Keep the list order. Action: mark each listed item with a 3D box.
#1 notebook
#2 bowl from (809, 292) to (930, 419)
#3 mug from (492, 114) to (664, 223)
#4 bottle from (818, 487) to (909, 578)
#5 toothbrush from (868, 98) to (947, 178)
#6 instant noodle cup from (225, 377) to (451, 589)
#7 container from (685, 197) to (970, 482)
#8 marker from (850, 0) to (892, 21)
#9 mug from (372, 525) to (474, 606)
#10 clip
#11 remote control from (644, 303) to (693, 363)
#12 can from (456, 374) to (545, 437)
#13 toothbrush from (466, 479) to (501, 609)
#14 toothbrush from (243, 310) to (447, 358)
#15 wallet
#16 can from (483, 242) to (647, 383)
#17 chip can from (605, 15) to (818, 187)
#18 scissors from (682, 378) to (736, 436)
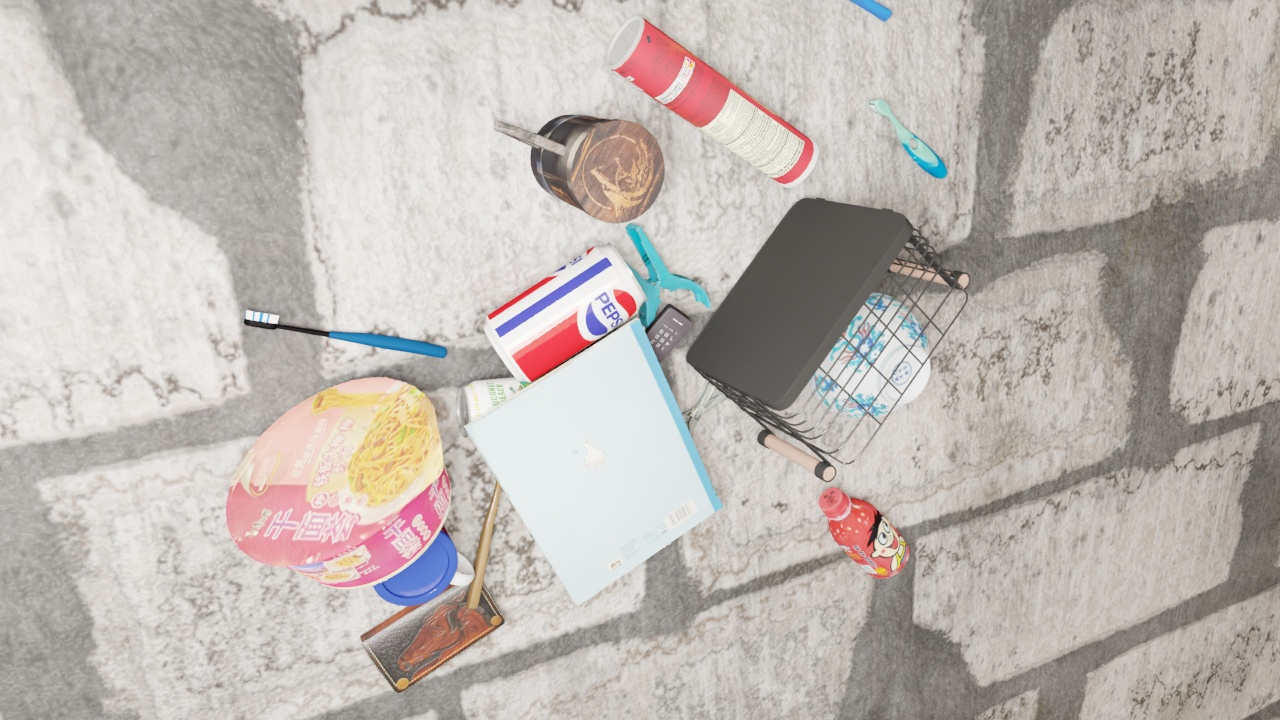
[{"bbox_3d":[-0.032,0.104,0.862,0.181,0.009,0.253,-32,125,-11],"label":"notebook"},{"bbox_3d":[0.263,0.005,0.991,0.143,0.074,0.144,-9,111,-23],"label":"bowl"},{"bbox_3d":[-0.054,-0.168,0.753,0.115,0.107,0.080,19,99,-30],"label":"mug"},{"bbox_3d":[0.253,0.195,1.062,0.062,0.062,0.137,-48,122,-4],"label":"bottle"},{"bbox_3d":[0.279,-0.229,0.951,0.135,0.017,0.022,33,91,-34],"label":"toothbrush"},{"bbox_3d":[-0.230,0.105,0.739,0.178,0.178,0.078,-34,136,-12],"label":"instant noodle cup"},{"bbox_3d":[0.180,-0.028,0.880,0.130,0.163,0.241,38,85,-31],"label":"container"},{"bbox_3d":[0.182,-0.352,0.859,0.141,0.013,0.013,15,101,-30],"label":"marker"},{"bbox_3d":[-0.195,0.175,0.824,0.112,0.076,0.075,34,91,-31],"label":"mug"},{"bbox_3d":[0.003,-0.055,0.872,0.130,0.031,0.121,25,100,-31],"label":"clip"},{"bbox_3d":[-0.005,0.005,0.876,0.032,0.015,0.136,33,107,-27],"label":"remote control"},{"bbox_3d":[-0.111,0.042,0.831,0.101,0.055,0.055,-5,110,-25],"label":"can"},{"bbox_3d":[-0.144,0.154,0.865,0.016,0.016,0.167,11,94,-22],"label":"toothbrush"},{"bbox_3d":[-0.242,-0.021,0.767,0.167,0.014,0.014,10,92,-30],"label":"toothbrush"},{"bbox_3d":[-0.199,0.260,0.885,0.123,0.019,0.072,-31,118,-13],"label":"wallet"},{"bbox_3d":[-0.066,-0.042,0.803,0.132,0.070,0.070,-33,120,-1],"label":"can"},{"bbox_3d":[0.068,-0.228,0.825,0.214,0.052,0.052,26,95,-31],"label":"chip can"},{"bbox_3d":[0.043,0.054,0.931,0.161,0.014,0.141,6,99,-31],"label":"scissors"}]
